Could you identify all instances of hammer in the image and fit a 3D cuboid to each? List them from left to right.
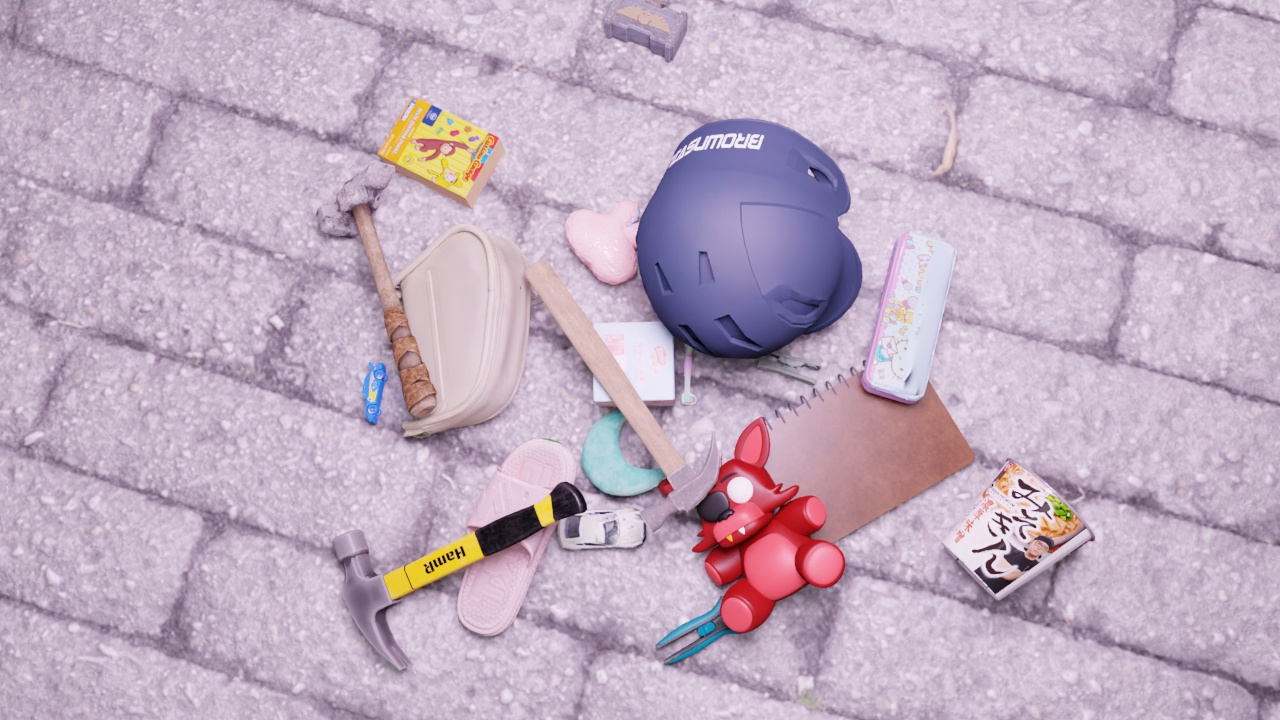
[{"bbox_3d":[-0.297,-0.082,1.078,0.122,0.048,0.318,-34,68,30],"label":"hammer"},{"bbox_3d":[-0.199,0.220,1.026,0.325,0.034,0.169,-28,77,17],"label":"hammer"},{"bbox_3d":[-0.029,0.025,1.037,0.119,0.031,0.331,-35,81,-2],"label":"hammer"},{"bbox_3d":[0.061,-0.553,1.202,0.098,0.044,0.321,23,81,5],"label":"hammer"}]

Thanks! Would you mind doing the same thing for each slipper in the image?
[{"bbox_3d":[-0.154,0.199,1.057,0.094,0.064,0.239,19,84,21],"label":"slipper"}]

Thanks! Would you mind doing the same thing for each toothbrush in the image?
[{"bbox_3d":[0.060,-0.023,1.124,0.022,0.015,0.154,8,79,-32],"label":"toothbrush"}]

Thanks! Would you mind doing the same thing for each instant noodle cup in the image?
[{"bbox_3d":[0.415,0.196,1.031,0.122,0.123,0.123,-43,82,3],"label":"instant noodle cup"}]

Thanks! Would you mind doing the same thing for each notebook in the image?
[{"bbox_3d":[0.258,0.100,1.093,0.225,0.024,0.167,-29,82,-4],"label":"notebook"}]

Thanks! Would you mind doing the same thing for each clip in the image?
[{"bbox_3d":[0.180,0.007,1.112,0.076,0.023,0.044,17,83,6],"label":"clip"}]

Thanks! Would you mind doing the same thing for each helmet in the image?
[{"bbox_3d":[0.117,-0.102,1.013,0.233,0.272,0.222,-10,54,40],"label":"helmet"}]

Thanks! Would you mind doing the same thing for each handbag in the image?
[{"bbox_3d":[-0.208,-0.031,1.110,0.184,0.131,0.229,-15,75,24],"label":"handbag"}]

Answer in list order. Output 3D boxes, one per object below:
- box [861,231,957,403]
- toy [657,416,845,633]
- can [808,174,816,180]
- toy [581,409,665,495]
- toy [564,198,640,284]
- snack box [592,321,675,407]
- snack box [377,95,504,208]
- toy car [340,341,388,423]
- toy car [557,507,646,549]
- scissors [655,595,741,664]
[{"bbox_3d":[0.321,-0.054,1.094,0.076,0.033,0.213,17,70,5],"label":"box"},{"bbox_3d":[0.125,0.187,1.037,0.159,0.120,0.197,-36,76,20],"label":"toy"},{"bbox_3d":[0.166,-0.194,1.113,0.074,0.090,0.089,29,82,6],"label":"can"},{"bbox_3d":[-0.026,0.117,1.092,0.085,0.033,0.105,-32,77,-3],"label":"toy"},{"bbox_3d":[-0.033,-0.151,1.133,0.105,0.053,0.108,-36,81,-16],"label":"toy"},{"bbox_3d":[-0.006,0.006,1.088,0.095,0.079,0.093,-2,82,3],"label":"snack box"},{"bbox_3d":[-0.251,-0.263,1.161,0.126,0.040,0.088,27,82,6],"label":"snack box"},{"bbox_3d":[-0.342,0.027,1.114,0.062,0.033,0.092,9,80,-4],"label":"toy car"},{"bbox_3d":[-0.046,0.198,1.080,0.105,0.033,0.048,-2,78,0],"label":"toy car"},{"bbox_3d":[0.090,0.311,1.064,0.136,0.019,0.138,11,79,1],"label":"scissors"}]
